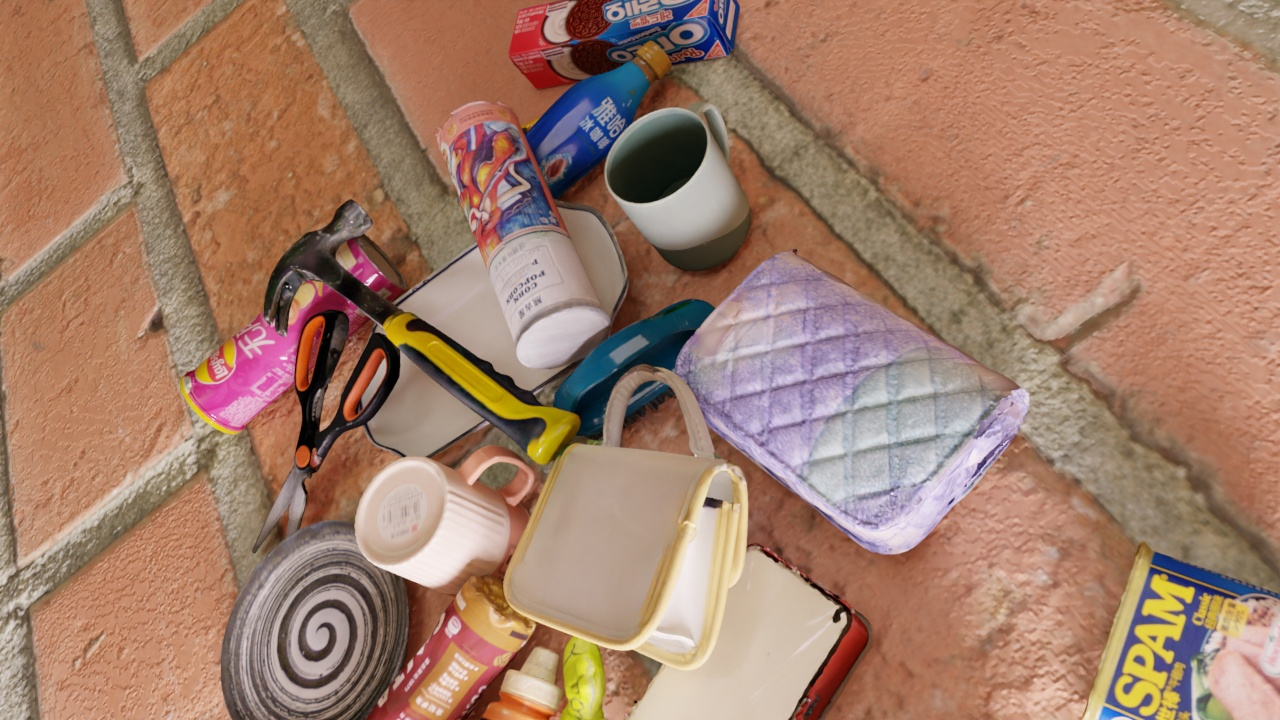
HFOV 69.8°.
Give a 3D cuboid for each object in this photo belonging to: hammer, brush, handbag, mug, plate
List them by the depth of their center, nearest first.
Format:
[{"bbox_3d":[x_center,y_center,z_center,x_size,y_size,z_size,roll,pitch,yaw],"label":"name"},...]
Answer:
[{"bbox_3d":[0.002,0.088,0.572,0.164,0.063,0.178,-1,65,53],"label":"handbag"},{"bbox_3d":[0.126,0.022,0.589,0.134,0.075,0.194,-47,56,-5],"label":"handbag"},{"bbox_3d":[-0.128,0.110,0.653,0.114,0.106,0.081,-48,55,-2],"label":"mug"},{"bbox_3d":[-0.004,0.004,0.664,0.144,0.073,0.055,-34,63,8],"label":"brush"},{"bbox_3d":[0.038,-0.135,0.692,0.082,0.106,0.111,15,73,33],"label":"mug"},{"bbox_3d":[-0.176,-0.016,0.708,0.323,0.032,0.126,33,71,29],"label":"hammer"},{"bbox_3d":[-0.248,0.214,0.709,0.180,0.024,0.179,-11,63,22],"label":"plate"},{"bbox_3d":[-0.121,-0.021,0.750,0.266,0.034,0.162,-33,57,13],"label":"plate"}]

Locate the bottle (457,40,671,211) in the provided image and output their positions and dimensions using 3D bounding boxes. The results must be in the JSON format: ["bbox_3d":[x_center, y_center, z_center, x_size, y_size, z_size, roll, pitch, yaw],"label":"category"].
[{"bbox_3d":[-0.062,-0.192,0.796,0.219,0.065,0.065,-44,54,2],"label":"bottle"}]

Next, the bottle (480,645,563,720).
[{"bbox_3d":[-0.087,0.257,0.588,0.067,0.067,0.149,6,61,29],"label":"bottle"}]

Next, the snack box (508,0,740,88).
[{"bbox_3d":[-0.018,-0.300,0.835,0.208,0.057,0.058,-1,68,26],"label":"snack box"}]

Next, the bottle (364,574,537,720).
[{"bbox_3d":[-0.142,0.230,0.623,0.057,0.057,0.175,38,94,35],"label":"bottle"}]

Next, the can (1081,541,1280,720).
[{"bbox_3d":[0.277,0.154,0.456,0.083,0.057,0.102,18,75,30],"label":"can"}]

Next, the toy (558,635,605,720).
[{"bbox_3d":[-0.037,0.228,0.575,0.031,0.096,0.100,5,98,-7],"label":"toy"}]

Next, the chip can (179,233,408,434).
[{"bbox_3d":[-0.315,-0.026,0.839,0.210,0.071,0.071,-39,55,3],"label":"chip can"}]

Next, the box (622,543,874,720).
[{"bbox_3d":[0.052,0.196,0.536,0.091,0.077,0.168,30,81,35],"label":"box"}]

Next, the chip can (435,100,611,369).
[{"bbox_3d":[-0.092,-0.100,0.695,0.071,0.071,0.214,-30,62,11],"label":"chip can"}]

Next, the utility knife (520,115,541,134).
[{"bbox_3d":[-0.096,-0.218,0.857,0.168,0.015,0.033,-25,60,14],"label":"utility knife"}]

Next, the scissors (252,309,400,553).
[{"bbox_3d":[-0.276,0.059,0.775,0.227,0.021,0.198,-41,61,19],"label":"scissors"}]
